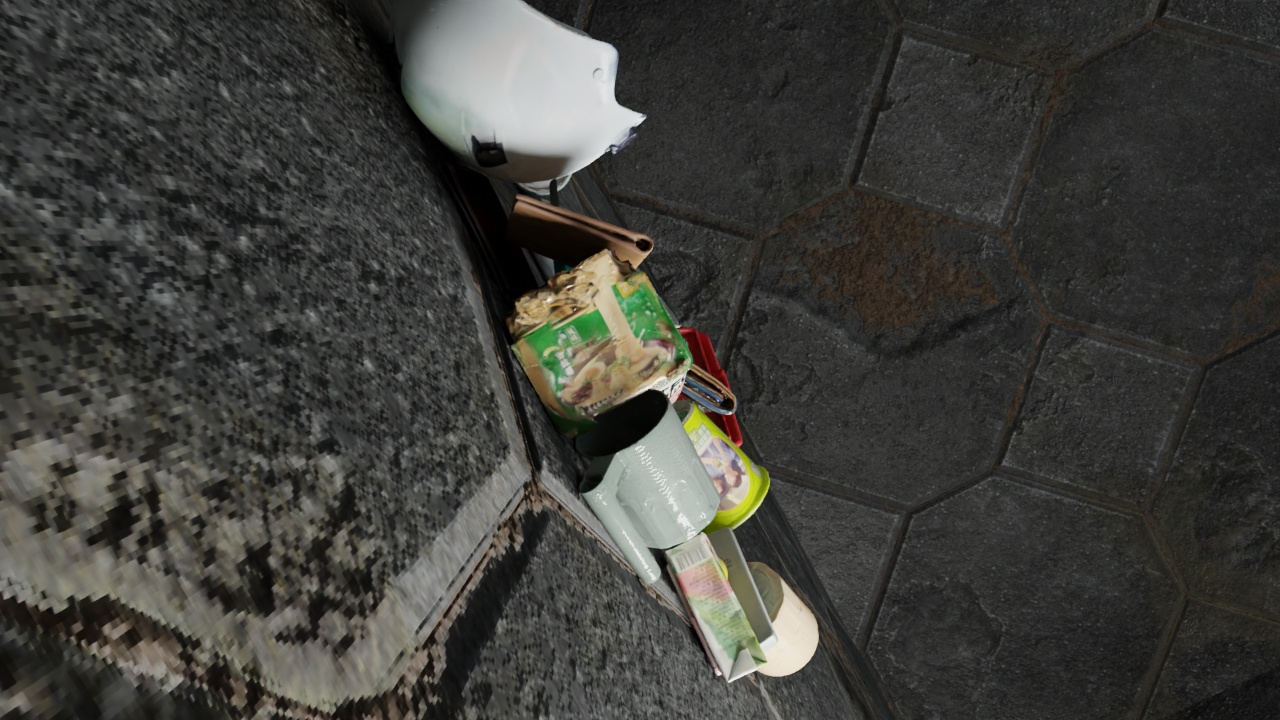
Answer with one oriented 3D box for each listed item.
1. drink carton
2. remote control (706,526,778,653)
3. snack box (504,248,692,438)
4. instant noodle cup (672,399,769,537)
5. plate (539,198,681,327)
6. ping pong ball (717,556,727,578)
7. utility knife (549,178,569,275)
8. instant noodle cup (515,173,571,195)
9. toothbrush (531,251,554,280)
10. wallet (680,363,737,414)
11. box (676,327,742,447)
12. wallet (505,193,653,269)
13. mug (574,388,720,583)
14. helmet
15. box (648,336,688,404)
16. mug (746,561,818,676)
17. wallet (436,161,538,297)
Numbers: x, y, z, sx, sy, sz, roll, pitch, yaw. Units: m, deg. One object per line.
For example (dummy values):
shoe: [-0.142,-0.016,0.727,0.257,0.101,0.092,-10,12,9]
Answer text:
drink carton: [0.063,0.214,0.798,0.053,0.045,0.122,81,-16,-78]
remote control: [0.084,0.225,0.880,0.019,0.056,0.135,56,8,-42]
snack box: [-0.038,-0.016,0.746,0.117,0.118,0.105,61,-3,-3]
instant noodle cup: [0.059,0.110,0.981,0.123,0.112,0.111,52,9,-17]
plate: [-0.048,-0.108,1.103,0.162,0.034,0.265,28,18,-37]
ping pong ball: [0.062,0.202,0.867,0.040,0.040,0.040,60,7,-12]
utility knife: [-0.069,-0.075,0.829,0.029,0.013,0.185,35,-43,50]
instant noodle cup: [-0.124,-0.268,1.157,0.111,0.111,0.120,58,15,-29]
toothbrush: [-0.057,-0.032,0.985,0.221,0.026,0.026,62,18,0]
wallet: [0.055,0.025,1.011,0.090,0.033,0.115,35,-3,-9]
box: [0.042,0.025,1.129,0.157,0.069,0.200,21,38,-32]
wallet: [-0.054,-0.099,0.755,0.101,0.115,0.020,141,-34,-75]
mug: [0.002,0.099,0.724,0.103,0.084,0.123,60,34,-25]
helmet: [-0.121,-0.240,0.792,0.229,0.146,0.258,46,2,0]
box: [-0.006,0.005,0.897,0.086,0.075,0.162,51,-16,16]
mug: [0.112,0.251,0.937,0.125,0.084,0.103,34,-14,44]
wallet: [-0.128,-0.110,0.799,0.122,0.020,0.096,63,12,6]
